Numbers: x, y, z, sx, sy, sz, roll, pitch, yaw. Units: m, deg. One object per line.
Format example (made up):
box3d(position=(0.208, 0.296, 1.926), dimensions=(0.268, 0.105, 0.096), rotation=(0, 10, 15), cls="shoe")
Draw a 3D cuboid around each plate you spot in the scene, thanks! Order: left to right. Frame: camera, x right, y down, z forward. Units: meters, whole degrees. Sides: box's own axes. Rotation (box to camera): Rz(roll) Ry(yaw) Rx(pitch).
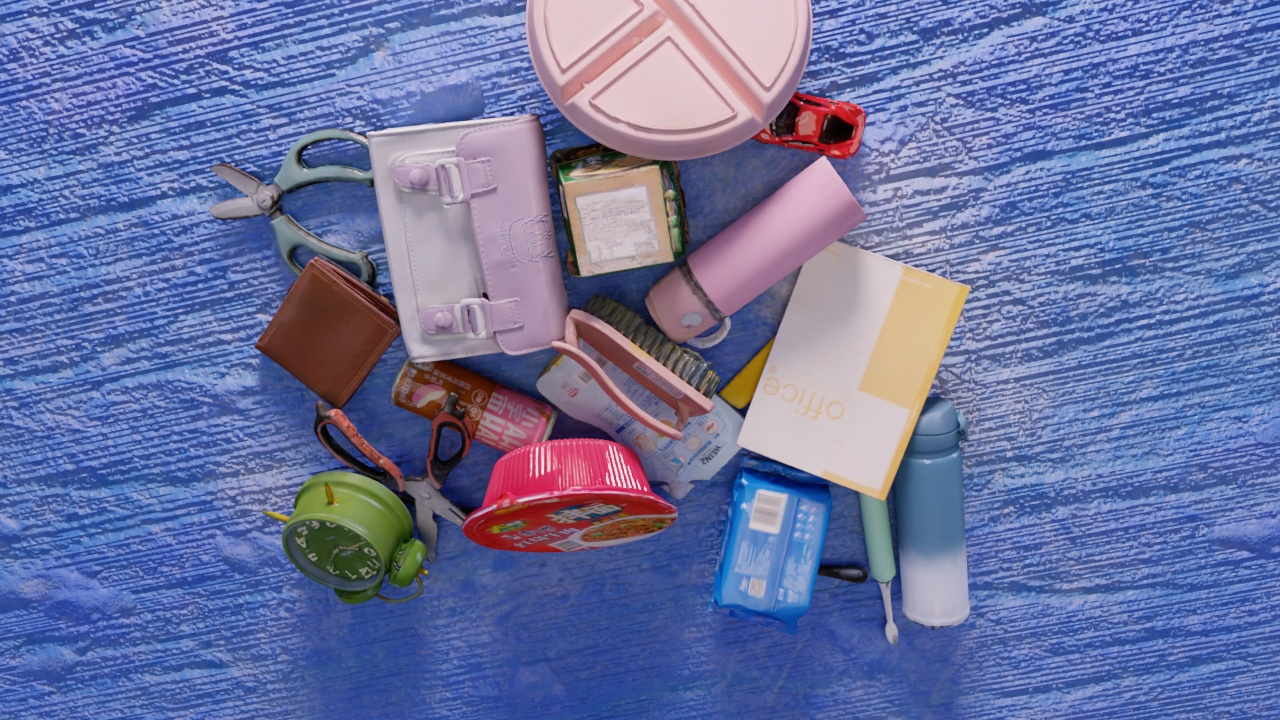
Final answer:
box3d(position=(0.023, -0.271, 0.721), dimensions=(0.229, 0.028, 0.229), rotation=(0, 83, -1), cls="plate")

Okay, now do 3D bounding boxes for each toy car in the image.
box3d(position=(0.138, -0.203, 0.784), dimensions=(0.106, 0.031, 0.049), rotation=(13, 106, -1), cls="toy car")

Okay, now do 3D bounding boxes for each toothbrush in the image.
box3d(position=(-0.191, 0.148, 0.905), dimensions=(0.189, 0.017, 0.014), rotation=(11, 116, -4), cls="toothbrush")
box3d(position=(0.235, 0.183, 0.902), dimensions=(0.026, 0.027, 0.224), rotation=(-9, 107, 11), cls="toothbrush")

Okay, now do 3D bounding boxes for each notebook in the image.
box3d(position=(0.187, 0.006, 0.824), dimensions=(0.146, 0.010, 0.206), rotation=(21, 98, 9), cls="notebook")

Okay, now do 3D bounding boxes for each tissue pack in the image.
box3d(position=(0.124, 0.176, 0.876), dimensions=(0.095, 0.052, 0.157), rotation=(13, 88, -2), cls="tissue pack")

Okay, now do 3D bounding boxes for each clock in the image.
box3d(position=(-0.271, 0.178, 0.879), dimensions=(0.116, 0.056, 0.161), rotation=(-24, 118, 28), cls="clock")

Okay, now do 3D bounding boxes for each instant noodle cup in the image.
box3d(position=(-0.065, 0.122, 0.833), dimensions=(0.194, 0.194, 0.065), rotation=(-7, 64, 3), cls="instant noodle cup")

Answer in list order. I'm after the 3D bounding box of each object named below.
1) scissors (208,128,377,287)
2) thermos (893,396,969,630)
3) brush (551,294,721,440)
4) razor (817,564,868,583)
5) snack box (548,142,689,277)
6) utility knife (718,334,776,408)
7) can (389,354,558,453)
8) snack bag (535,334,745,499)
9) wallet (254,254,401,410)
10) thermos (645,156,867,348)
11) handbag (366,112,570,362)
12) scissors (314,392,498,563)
box3d(position=(-0.297, -0.123, 0.823), dimensions=(0.173, 0.019, 0.179), rotation=(-13, 107, 4), cls="scissors")
box3d(position=(0.276, 0.143, 0.869), dimensions=(0.070, 0.070, 0.220), rotation=(-7, 107, 3), cls="thermos")
box3d(position=(-0.005, 0.005, 0.795), dimensions=(0.145, 0.063, 0.073), rotation=(36, 75, -10), cls="brush")
box3d(position=(0.155, 0.206, 0.914), dimensions=(0.143, 0.022, 0.042), rotation=(5, 86, -1), cls="razor")
box3d(position=(-0.019, -0.124, 0.771), dimensions=(0.117, 0.105, 0.118), rotation=(-10, 106, 4), cls="snack box")
box3d(position=(0.130, -0.012, 0.850), dimensions=(0.033, 0.015, 0.155), rotation=(46, 104, 6), cls="utility knife")
box3d(position=(-0.153, 0.042, 0.850), dimensions=(0.147, 0.057, 0.058), rotation=(24, 106, -7), cls="can")
box3d(position=(0.005, 0.045, 0.859), dimensions=(0.191, 0.039, 0.110), rotation=(40, 97, -11), cls="snack bag")
box3d(position=(-0.284, -0.024, 0.839), dimensions=(0.101, 0.032, 0.125), rotation=(38, 115, -10), cls="wallet")
box3d(position=(0.102, -0.085, 0.802), dimensions=(0.199, 0.067, 0.087), rotation=(-37, 124, 15), cls="thermos")
box3d(position=(-0.142, -0.105, 0.789), dimensions=(0.145, 0.098, 0.197), rotation=(-8, 107, -2), cls="handbag")
box3d(position=(-0.213, 0.110, 0.860), dimensions=(0.189, 0.015, 0.223), rotation=(13, 125, 1), cls="scissors")
